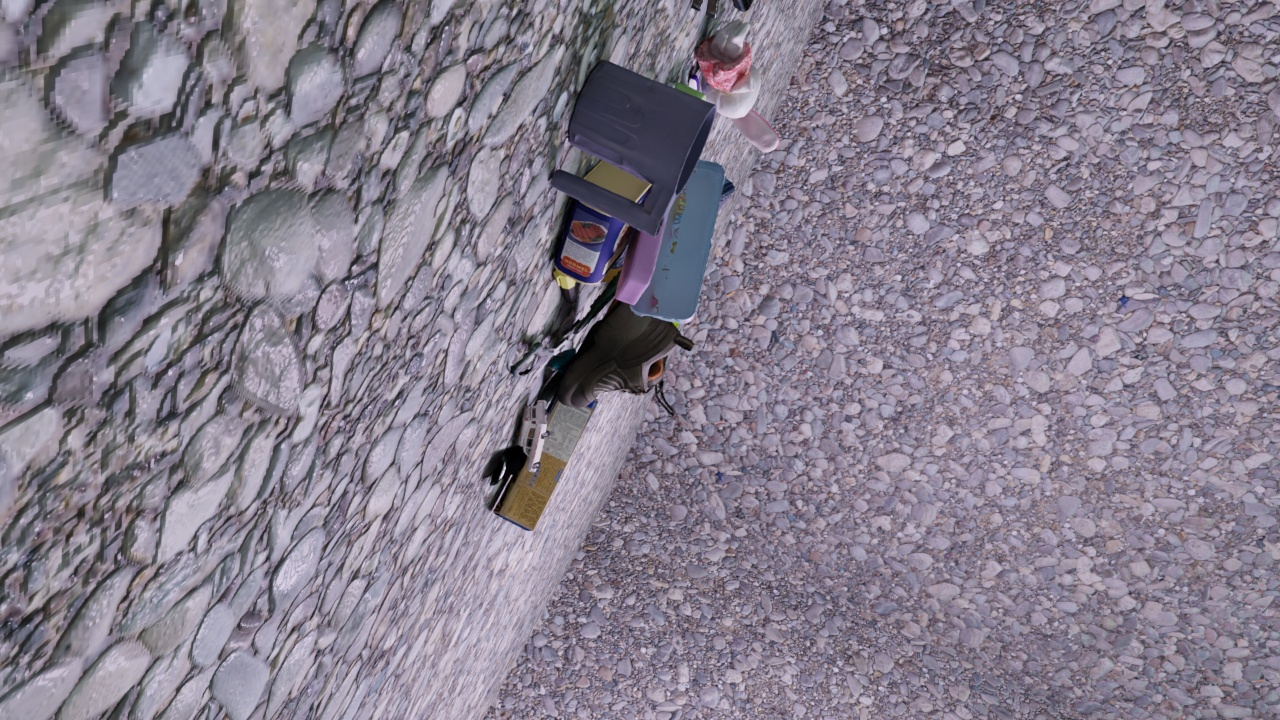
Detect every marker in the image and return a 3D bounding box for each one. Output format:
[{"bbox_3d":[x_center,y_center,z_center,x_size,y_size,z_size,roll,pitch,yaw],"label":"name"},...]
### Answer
[{"bbox_3d":[-0.081,-0.084,1.012,0.021,0.017,0.124,-30,172,-6],"label":"marker"}]

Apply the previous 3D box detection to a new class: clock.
[{"bbox_3d":[0.043,-0.291,1.132,0.094,0.042,0.120,-58,172,-47],"label":"clock"}]

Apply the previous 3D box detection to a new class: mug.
[{"bbox_3d":[-0.007,-0.182,0.787,0.124,0.104,0.084,-64,175,-2],"label":"mug"}]

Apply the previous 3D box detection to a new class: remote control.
[{"bbox_3d":[-0.168,0.134,1.174,0.152,0.020,0.041,5,109,-87],"label":"remote control"}]

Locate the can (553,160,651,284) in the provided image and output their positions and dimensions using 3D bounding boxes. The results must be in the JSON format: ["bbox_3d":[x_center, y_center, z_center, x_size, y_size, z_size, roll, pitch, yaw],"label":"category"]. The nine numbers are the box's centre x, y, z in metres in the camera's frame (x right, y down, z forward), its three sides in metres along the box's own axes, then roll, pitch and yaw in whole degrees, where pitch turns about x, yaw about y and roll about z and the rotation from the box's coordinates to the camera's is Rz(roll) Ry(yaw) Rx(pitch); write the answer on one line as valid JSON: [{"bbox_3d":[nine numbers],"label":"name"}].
[{"bbox_3d":[-0.039,-0.143,0.938,0.116,0.056,0.092,-58,173,-53],"label":"can"}]

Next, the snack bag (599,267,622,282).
[{"bbox_3d":[-0.021,-0.111,1.131,0.026,0.099,0.020,-55,137,-59],"label":"snack bag"}]

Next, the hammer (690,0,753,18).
[{"bbox_3d":[0.114,-0.460,1.097,0.318,0.032,0.130,-49,163,-74],"label":"hammer"}]

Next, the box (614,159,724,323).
[{"bbox_3d":[0.043,-0.148,0.999,0.089,0.092,0.213,128,-22,-64],"label":"box"}]

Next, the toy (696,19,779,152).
[{"bbox_3d":[0.121,-0.374,1.218,0.084,0.159,0.194,-34,156,-3],"label":"toy"}]

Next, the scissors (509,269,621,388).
[{"bbox_3d":[-0.078,-0.040,1.045,0.202,0.015,0.201,-49,176,7],"label":"scissors"}]

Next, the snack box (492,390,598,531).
[{"bbox_3d":[-0.132,0.134,1.283,0.206,0.056,0.057,-63,-168,-15],"label":"snack box"}]

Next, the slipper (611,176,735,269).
[{"bbox_3d":[0.023,-0.192,1.123,0.252,0.095,0.105,-34,172,-46],"label":"slipper"}]

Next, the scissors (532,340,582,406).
[{"bbox_3d":[-0.111,0.020,1.217,0.124,0.019,0.156,-63,174,-5],"label":"scissors"}]

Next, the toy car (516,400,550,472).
[{"bbox_3d":[-0.140,0.098,1.182,0.113,0.039,0.039,111,-20,-48],"label":"toy car"}]

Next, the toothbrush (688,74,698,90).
[{"bbox_3d":[0.071,-0.352,1.279,0.187,0.015,0.016,89,24,-78],"label":"toothbrush"}]

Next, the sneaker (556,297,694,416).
[{"bbox_3d":[-0.007,0.007,1.171,0.239,0.143,0.100,-48,-167,52],"label":"sneaker"}]

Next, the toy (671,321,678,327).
[{"bbox_3d":[0.024,-0.088,1.576,0.191,0.087,0.237,-53,-164,29],"label":"toy"}]

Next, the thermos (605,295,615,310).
[{"bbox_3d":[0.011,-0.132,1.326,0.099,0.099,0.221,-59,169,-49],"label":"thermos"}]
